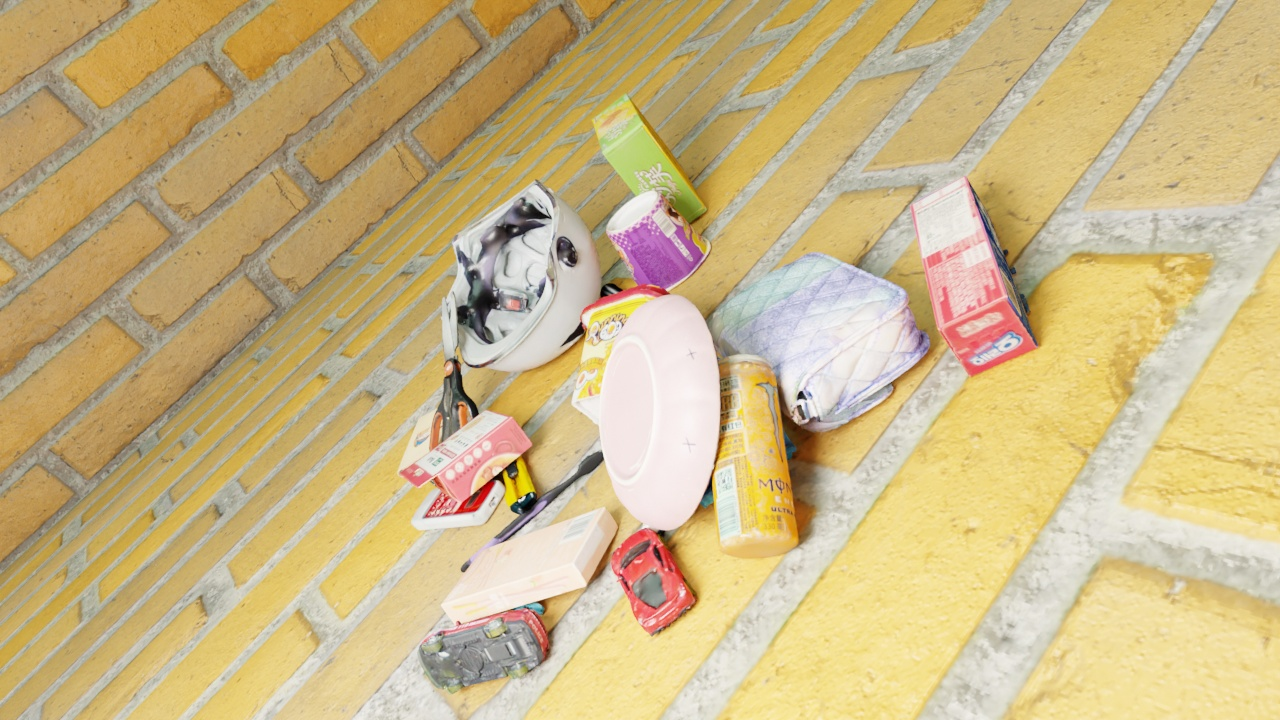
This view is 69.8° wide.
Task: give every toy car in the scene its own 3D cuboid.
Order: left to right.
[{"bbox_3d":[-0.131,0.241,0.770,0.121,0.053,0.045,-21,9,22],"label":"toy car"},{"bbox_3d":[0.005,0.169,0.724,0.049,0.031,0.106,-38,28,1],"label":"toy car"}]

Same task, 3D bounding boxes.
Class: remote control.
[{"bbox_3d":[-0.208,0.164,1.036,0.136,0.020,0.055,-13,37,43],"label":"remote control"}]

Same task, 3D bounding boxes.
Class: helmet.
[{"bbox_3d":[-0.139,-0.092,1.208,0.230,0.145,0.258,-31,53,33],"label":"helmet"}]

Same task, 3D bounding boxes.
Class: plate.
[{"bbox_3d":[0.005,0.041,0.745,0.193,0.039,0.192,-177,90,-67],"label":"plate"}]

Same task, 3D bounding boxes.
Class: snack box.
[{"bbox_3d":[-0.198,0.112,1.034,0.127,0.044,0.113,-38,16,-18],"label":"snack box"},{"bbox_3d":[-0.100,0.186,0.828,0.158,0.026,0.084,-24,16,29],"label":"snack box"},{"bbox_3d":[0.009,-0.285,1.318,0.070,0.157,0.209,-36,26,11],"label":"snack box"},{"bbox_3d":[0.268,-0.076,0.749,0.058,0.057,0.207,-29,27,27],"label":"snack box"}]

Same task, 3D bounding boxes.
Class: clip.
[{"bbox_3d":[-0.107,0.223,0.810,0.056,0.014,0.040,-16,34,40],"label":"clip"}]

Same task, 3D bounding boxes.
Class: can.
[{"bbox_3d":[0.081,0.072,0.689,0.058,0.058,0.145,-22,57,32],"label":"can"}]

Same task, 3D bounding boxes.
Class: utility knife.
[{"bbox_3d":[-0.141,0.123,1.006,0.033,0.015,0.207,-35,19,-5],"label":"utility knife"}]

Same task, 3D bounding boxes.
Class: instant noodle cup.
[{"bbox_3d":[-0.006,0.005,0.932,0.116,0.116,0.123,-15,46,40],"label":"instant noodle cup"},{"bbox_3d":[0.016,-0.153,1.164,0.112,0.099,0.111,-32,25,17],"label":"instant noodle cup"}]

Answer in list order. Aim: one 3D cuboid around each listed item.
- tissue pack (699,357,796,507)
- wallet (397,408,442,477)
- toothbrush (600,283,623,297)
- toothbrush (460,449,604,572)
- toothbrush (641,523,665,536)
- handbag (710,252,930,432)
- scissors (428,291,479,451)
[{"bbox_3d":[0.061,0.058,0.789,0.095,0.052,0.157,-30,33,-5],"label":"tissue pack"},{"bbox_3d":[-0.280,0.100,1.236,0.087,0.024,0.115,-28,26,20],"label":"wallet"},{"bbox_3d":[-0.004,-0.064,1.128,0.027,0.026,0.213,-61,26,3],"label":"toothbrush"},{"bbox_3d":[-0.110,0.152,0.932,0.189,0.014,0.017,-40,18,-1],"label":"toothbrush"},{"bbox_3d":[0.052,0.087,0.819,0.016,0.018,0.180,-15,32,54],"label":"toothbrush"},{"bbox_3d":[0.149,-0.019,0.790,0.134,0.075,0.194,-33,23,-2],"label":"handbag"},{"bbox_3d":[-0.249,0.029,1.163,0.163,0.021,0.233,-46,54,30],"label":"scissors"}]
